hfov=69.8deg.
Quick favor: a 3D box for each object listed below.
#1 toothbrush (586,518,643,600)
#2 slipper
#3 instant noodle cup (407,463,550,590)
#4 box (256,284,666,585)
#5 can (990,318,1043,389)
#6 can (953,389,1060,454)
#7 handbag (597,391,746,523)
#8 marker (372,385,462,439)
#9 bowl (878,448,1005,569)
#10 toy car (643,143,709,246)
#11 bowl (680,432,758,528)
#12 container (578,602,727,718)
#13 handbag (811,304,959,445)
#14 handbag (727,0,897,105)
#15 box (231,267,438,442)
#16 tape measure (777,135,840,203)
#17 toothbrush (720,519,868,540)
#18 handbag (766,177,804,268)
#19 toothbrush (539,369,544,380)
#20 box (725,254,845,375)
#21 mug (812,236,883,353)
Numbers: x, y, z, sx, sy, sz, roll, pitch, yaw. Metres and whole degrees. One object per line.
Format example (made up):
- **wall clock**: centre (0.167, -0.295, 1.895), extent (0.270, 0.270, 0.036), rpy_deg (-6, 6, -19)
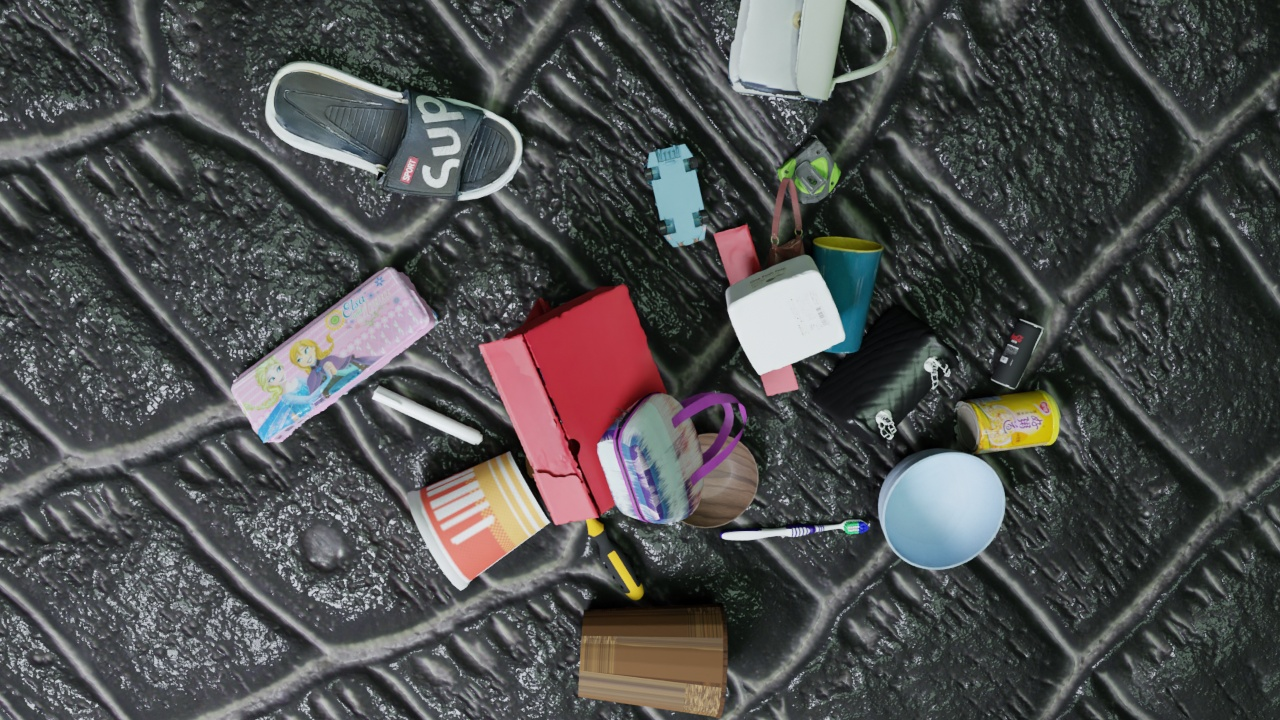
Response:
- **toothbrush**: centre (-0.050, 0.208, 1.102), extent (0.031, 0.031, 0.197), rpy_deg (-32, 102, -7)
- **slipper**: centre (-0.256, -0.234, 0.950), extent (0.263, 0.063, 0.111), rpy_deg (18, 101, -8)
- **instant noodle cup**: centre (-0.177, 0.173, 1.036), extent (0.121, 0.123, 0.123), rpy_deg (-30, 106, -7)
- **box**: centre (-0.173, 0.087, 0.967), extent (0.425, 0.128, 0.213), rpy_deg (-21, 107, 1)
- **can**: centre (0.453, -0.008, 1.104), extent (0.031, 0.031, 0.080), rpy_deg (20, 101, -11)
- **can**: centre (0.441, 0.074, 1.105), extent (0.105, 0.067, 0.068), rpy_deg (-7, 105, -4)
- **handbag**: centre (0.045, 0.087, 0.959), extent (0.169, 0.068, 0.144), rpy_deg (-29, 110, -35)
- **marker**: centre (-0.241, 0.064, 1.047), extent (0.133, 0.020, 0.017), rpy_deg (26, 96, -12)
- **bowl**: centre (0.354, 0.170, 1.115), extent (0.150, 0.074, 0.151), rpy_deg (-1, 104, -6)
- **toy car**: centre (0.040, -0.182, 1.013), extent (0.060, 0.027, 0.108), rpy_deg (-15, 105, -3)
- **bowl**: centre (0.079, 0.138, 1.097), extent (0.119, 0.032, 0.119), rpy_deg (-2, 104, -6)
- **container**: centre (0.012, 0.354, 1.100), extent (0.167, 0.132, 0.132), rpy_deg (3, 104, -2)
- **handbag**: centre (0.294, 0.033, 1.047), extent (0.114, 0.125, 0.154), rpy_deg (43, 95, -15)
- **handbag**: centre (0.191, -0.348, 0.966), extent (0.176, 0.074, 0.151), rpy_deg (7, 103, -9)
- **box**: centre (-0.333, -0.006, 1.012), extent (0.230, 0.063, 0.084), rpy_deg (-36, 80, 4)
- **tape measure**: centre (0.189, -0.206, 1.021), extent (0.065, 0.036, 0.058), rpy_deg (-45, 105, 5)
- **toothbrush**: centre (0.191, 0.211, 1.137), extent (0.186, 0.016, 0.015), rpy_deg (-3, 104, -6)
- **handbag**: centre (0.162, -0.144, 1.019), extent (0.055, 0.029, 0.120), rpy_deg (-23, 121, -33)
- **toothbrush**: centre (-0.120, 0.073, 1.067), extent (0.021, 0.017, 0.135), rpy_deg (5, 106, -4)
- **box**: centre (0.156, -0.059, 1.008), extent (0.108, 0.101, 0.102), rpy_deg (-22, 117, 14)
- **mug**: centre (0.227, -0.074, 1.041), extent (0.078, 0.078, 0.121), rpy_deg (2, 108, -7)
